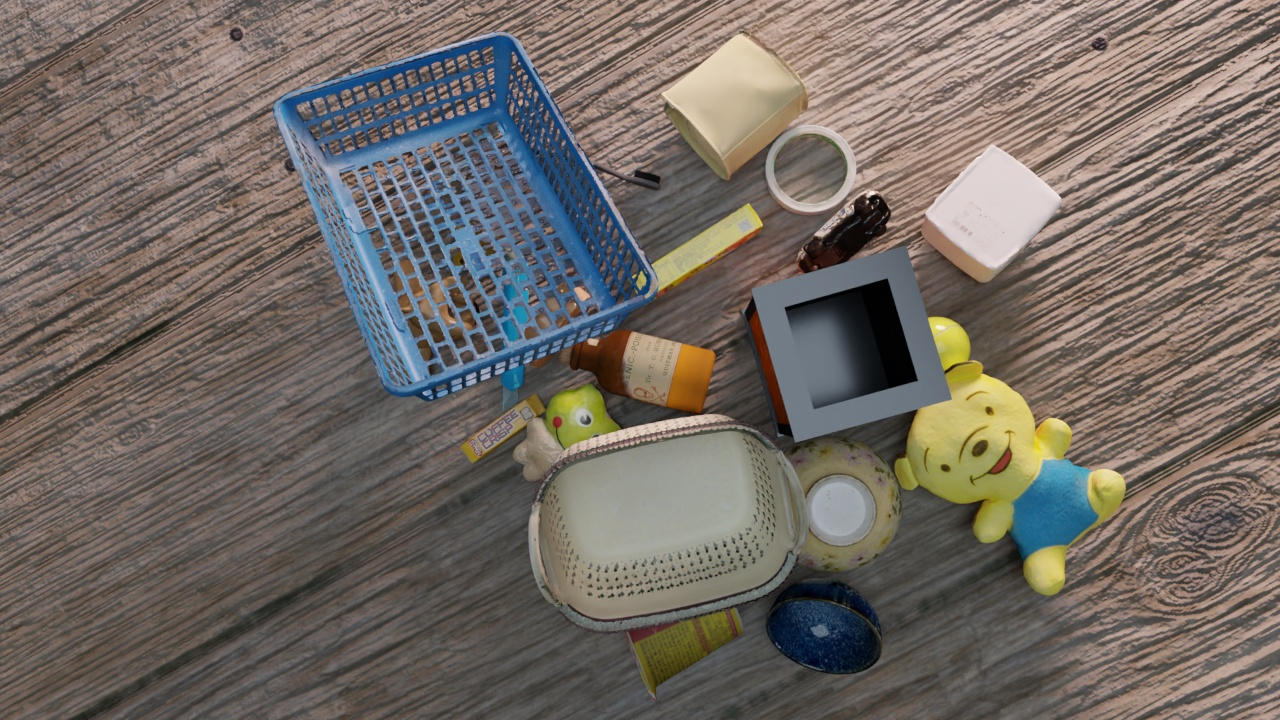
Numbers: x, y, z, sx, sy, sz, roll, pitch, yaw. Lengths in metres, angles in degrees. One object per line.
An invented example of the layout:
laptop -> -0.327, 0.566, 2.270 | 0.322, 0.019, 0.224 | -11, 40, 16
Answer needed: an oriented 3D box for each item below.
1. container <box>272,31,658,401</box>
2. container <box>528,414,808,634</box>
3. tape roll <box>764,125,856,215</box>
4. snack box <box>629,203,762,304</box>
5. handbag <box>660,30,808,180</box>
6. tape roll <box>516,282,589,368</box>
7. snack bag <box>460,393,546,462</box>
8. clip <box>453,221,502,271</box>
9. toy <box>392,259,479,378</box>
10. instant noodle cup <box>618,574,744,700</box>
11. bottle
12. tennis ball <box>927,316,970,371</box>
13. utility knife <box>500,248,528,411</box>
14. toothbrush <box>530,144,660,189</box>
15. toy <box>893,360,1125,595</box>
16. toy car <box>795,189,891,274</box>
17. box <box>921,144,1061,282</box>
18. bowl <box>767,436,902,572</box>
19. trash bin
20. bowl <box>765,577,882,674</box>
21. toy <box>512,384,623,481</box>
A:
container -> -0.172, -0.137, 0.885 | 0.256, 0.089, 0.362 | -22, 65, -14
container -> 0.022, 0.147, 0.885 | 0.251, 0.143, 0.185 | -12, 100, -2
tape roll -> 0.179, -0.201, 0.972 | 0.094, 0.018, 0.094 | 0, 87, 4
snack box -> 0.058, -0.111, 0.964 | 0.148, 0.040, 0.029 | -32, 85, 2
handbag -> 0.099, -0.268, 0.953 | 0.119, 0.081, 0.111 | -41, 78, 2
tape roll -> -0.089, -0.037, 0.943 | 0.027, 0.094, 0.094 | 38, 90, 5
snack bag -> -0.146, 0.073, 0.978 | 0.099, 0.020, 0.026 | -35, 84, 1
clip -> -0.182, -0.121, 0.987 | 0.054, 0.048, 0.046 | 40, 65, 3
toy -> -0.216, -0.049, 0.950 | 0.105, 0.108, 0.134 | -6, 86, -19
instant noodle cup -> 0.039, 0.263, 0.925 | 0.112, 0.100, 0.100 | -23, 86, -6
bottle -> -0.006, 0.006, 0.948 | 0.157, 0.068, 0.068 | 14, 88, 4
tennis ball -> 0.300, -0.012, 0.930 | 0.065, 0.065, 0.065 | 0, 87, 4
utility knife -> -0.137, -0.032, 0.985 | 0.031, 0.015, 0.174 | 4, 89, 7
toothbrush -> -0.059, -0.212, 0.990 | 0.167, 0.013, 0.013 | 16, 80, 4
toy -> 0.359, 0.109, 0.913 | 0.214, 0.084, 0.149 | 38, 93, 7
toy car -> 0.209, -0.130, 0.955 | 0.113, 0.040, 0.048 | -42, 125, 6
box -> 0.353, -0.143, 0.950 | 0.107, 0.095, 0.102 | -45, 74, -5
bowl -> 0.198, 0.149, 0.930 | 0.145, 0.063, 0.145 | 0, 88, 4
trash bin -> 0.188, -0.010, 0.884 | 0.140, 0.172, 0.139 | -16, 86, 3
bowl -> 0.187, 0.255, 0.920 | 0.114, 0.060, 0.115 | 11, 131, 13
toy -> -0.079, 0.083, 0.960 | 0.118, 0.043, 0.092 | -30, 99, 5
